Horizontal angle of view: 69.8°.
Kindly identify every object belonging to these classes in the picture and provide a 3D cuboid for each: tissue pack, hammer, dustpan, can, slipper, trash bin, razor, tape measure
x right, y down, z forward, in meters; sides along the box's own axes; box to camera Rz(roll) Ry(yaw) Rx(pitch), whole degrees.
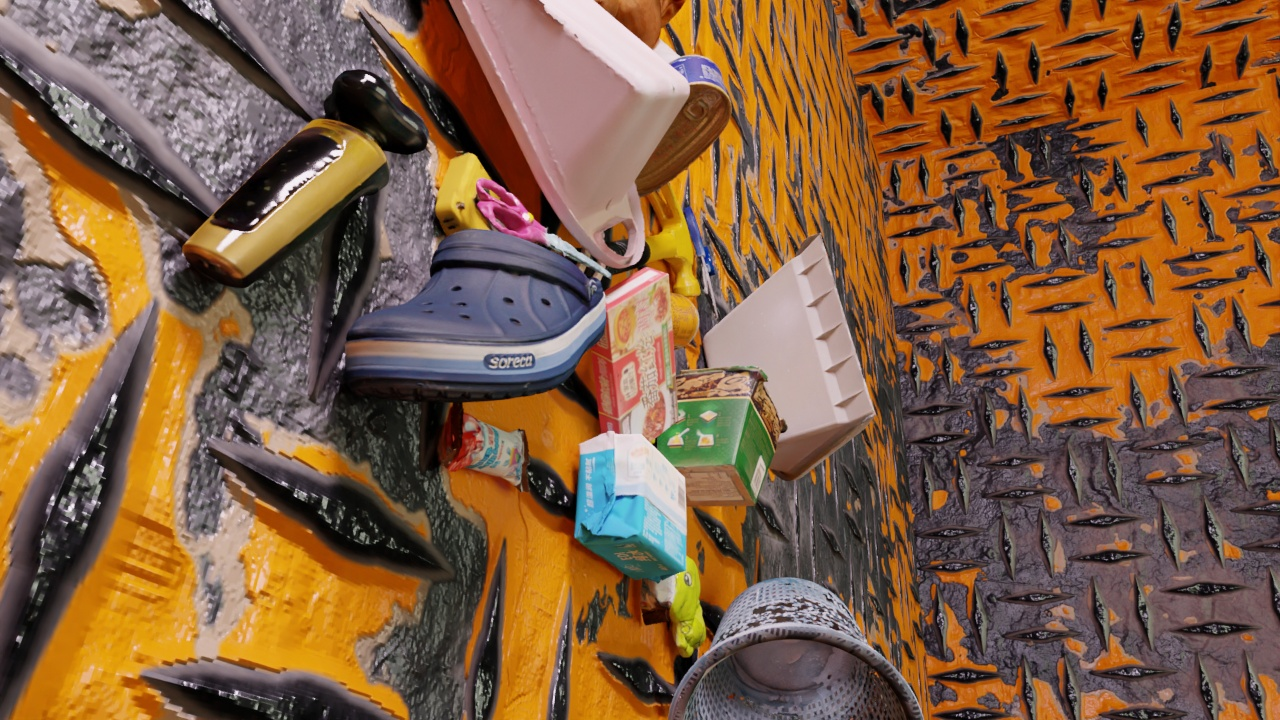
[{"bbox_3d":[-0.007,0.124,0.757,0.140,0.063,0.089,50,36,-55],"label":"tissue pack"},{"bbox_3d":[-0.004,-0.107,0.902,0.300,0.033,0.129,-30,109,-67],"label":"hammer"},{"bbox_3d":[-0.074,-0.209,0.716,0.273,0.139,0.222,41,22,3],"label":"dustpan"},{"bbox_3d":[0.018,-0.213,0.846,0.074,0.148,0.049,27,40,-35],"label":"can"},{"bbox_3d":[-0.084,-0.036,0.574,0.252,0.105,0.095,-33,119,-69],"label":"slipper"},{"bbox_3d":[0.008,-0.038,0.867,0.145,0.058,0.058,-2,83,-68],"label":"can"},{"bbox_3d":[0.146,0.320,0.897,0.195,0.227,0.226,-58,135,-77],"label":"trash bin"},{"bbox_3d":[-0.169,-0.094,0.465,0.167,0.062,0.068,-65,172,-46],"label":"razor"},{"bbox_3d":[-0.114,-0.105,0.632,0.057,0.029,0.059,59,31,-44],"label":"tape measure"},{"bbox_3d":[0.180,0.022,1.066,0.142,0.259,0.222,11,58,-40],"label":"dustpan"}]

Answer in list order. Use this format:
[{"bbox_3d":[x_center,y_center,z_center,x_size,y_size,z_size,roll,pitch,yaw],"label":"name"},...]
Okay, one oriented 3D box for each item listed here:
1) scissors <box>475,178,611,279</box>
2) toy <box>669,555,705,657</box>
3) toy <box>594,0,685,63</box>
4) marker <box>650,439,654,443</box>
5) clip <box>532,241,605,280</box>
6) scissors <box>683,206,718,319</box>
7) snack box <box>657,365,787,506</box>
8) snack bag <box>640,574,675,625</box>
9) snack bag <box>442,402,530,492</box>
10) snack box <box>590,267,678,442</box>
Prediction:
[{"bbox_3d":[-0.063,-0.085,0.641,0.133,0.017,0.054,28,32,-46],"label":"scissors"},{"bbox_3d":[0.041,0.231,0.878,0.096,0.031,0.100,11,75,-71],"label":"toy"},{"bbox_3d":[0.004,-0.287,0.884,0.140,0.130,0.200,-37,135,-24],"label":"toy"},{"bbox_3d":[0.012,0.033,0.907,0.018,0.015,0.123,66,24,-45],"label":"marker"},{"bbox_3d":[-0.053,-0.058,0.718,0.035,0.094,0.102,38,36,-59],"label":"clip"},{"bbox_3d":[0.077,-0.110,1.086,0.155,0.012,0.166,40,33,-70],"label":"scissors"},{"bbox_3d":[0.077,0.084,0.917,0.118,0.118,0.105,58,35,-45],"label":"snack box"},{"bbox_3d":[0.016,0.182,0.822,0.026,0.048,0.104,20,61,-28],"label":"snack bag"},{"bbox_3d":[-0.100,0.059,0.604,0.105,0.026,0.045,35,46,-64],"label":"snack bag"},{"bbox_3d":[-0.005,0.005,0.772,0.075,0.025,0.153,-34,133,-37],"label":"snack box"}]
